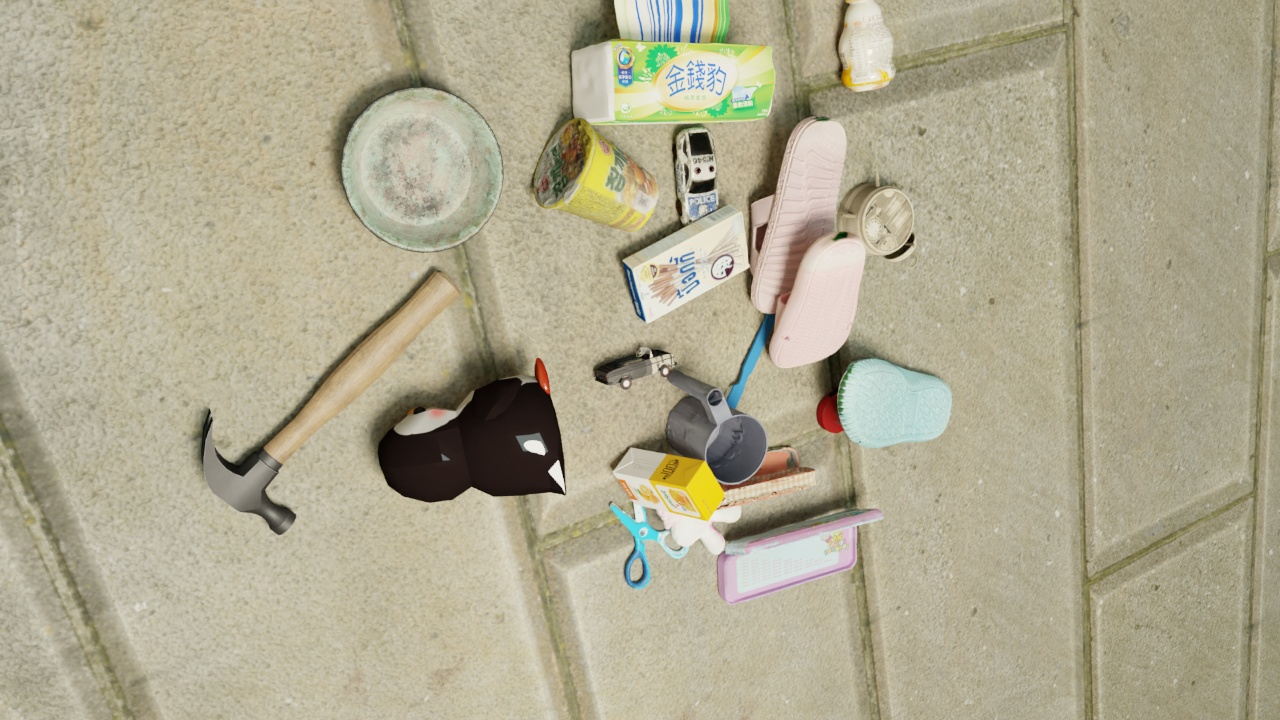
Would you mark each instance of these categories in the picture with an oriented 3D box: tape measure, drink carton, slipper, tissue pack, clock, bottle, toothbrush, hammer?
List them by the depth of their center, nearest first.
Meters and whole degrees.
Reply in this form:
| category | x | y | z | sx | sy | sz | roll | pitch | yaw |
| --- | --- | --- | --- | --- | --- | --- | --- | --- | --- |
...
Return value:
| category | x | y | z | sx | sy | sz | roll | pitch | yaw |
| --- | --- | --- | --- | --- | --- | --- | --- | --- | --- |
| hammer | -0.303 | 0.024 | 0.920 | 0.305 | 0.040 | 0.132 | -47 | 121 | -9 |
| tissue pack | 0.033 | -0.320 | 0.955 | 0.197 | 0.120 | 0.141 | -10 | 106 | -31 |
| drink carton | 0.030 | 0.141 | 1.059 | 0.040 | 0.123 | 0.058 | -52 | 127 | -30 |
| bottle | 0.264 | -0.374 | 1.077 | 0.063 | 0.063 | 0.109 | -18 | 109 | -21 |
| slipper | 0.179 | -0.173 | 1.086 | 0.094 | 0.064 | 0.240 | -4 | 119 | -27 |
| slipper | 0.205 | -0.067 | 1.087 | 0.106 | 0.055 | 0.222 | -15 | 142 | -18 |
| toothbrush | 0.141 | -0.012 | 1.140 | 0.016 | 0.014 | 0.166 | 26 | 86 | -29 |
| clock | 0.312 | -0.165 | 1.158 | 0.141 | 0.054 | 0.093 | 41 | 83 | -26 |
| tape measure | 0.257 | 0.065 | 1.209 | 0.051 | 0.019 | 0.059 | -21 | 111 | -17 |
| slipper | 0.324 | 0.056 | 1.209 | 0.275 | 0.070 | 0.116 | 7 | 91 | -45 |

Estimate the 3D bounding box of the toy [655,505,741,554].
| category | x | y | z | sx | sy | sz | roll | pitch | yaw |
| --- | --- | --- | --- | --- | --- | --- | --- | --- | --- |
| toy | 0.066 | 0.194 | 1.137 | 0.125 | 0.037 | 0.076 | 23 | 87 | -32 |

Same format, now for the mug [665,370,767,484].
| category | x | y | z | sx | sy | sz | roll | pitch | yaw |
| --- | --- | --- | --- | --- | --- | --- | --- | --- | --- |
| mug | 0.080 | 0.073 | 1.077 | 0.083 | 0.104 | 0.124 | -32 | 114 | -15 |

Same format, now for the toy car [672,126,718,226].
| category | x | y | z | sx | sy | sz | roll | pitch | yaw |
| --- | --- | --- | --- | --- | --- | --- | --- | --- | --- |
| toy car | 0.066 | -0.205 | 1.036 | 0.048 | 0.040 | 0.113 | -12 | 109 | -22 |

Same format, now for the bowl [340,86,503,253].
| category | x | y | z | sx | sy | sz | roll | pitch | yaw |
| --- | --- | --- | --- | --- | --- | --- | --- | --- | --- |
| bowl | -0.216 | -0.187 | 0.904 | 0.157 | 0.038 | 0.157 | -6 | 105 | -24 |

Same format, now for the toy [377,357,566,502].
| category | x | y | z | sx | sy | sz | roll | pitch | yaw |
| --- | --- | --- | --- | --- | --- | --- | --- | --- | --- |
| toy | -0.173 | 0.097 | 0.942 | 0.184 | 0.140 | 0.159 | -12 | 145 | -12 |

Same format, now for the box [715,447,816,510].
| category | x | y | z | sx | sy | sz | roll | pitch | yaw |
| --- | --- | --- | --- | --- | --- | --- | --- | --- | --- |
| box | 0.137 | 0.145 | 1.134 | 0.186 | 0.076 | 0.055 | -8 | 146 | -33 |

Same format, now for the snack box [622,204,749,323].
| category | x | y | z | sx | sy | sz | roll | pitch | yaw |
| --- | --- | --- | --- | --- | --- | --- | --- | --- | --- |
| snack box | 0.055 | -0.110 | 1.049 | 0.149 | 0.026 | 0.082 | -29 | 134 | -17 |

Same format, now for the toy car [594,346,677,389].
| category | x | y | z | sx | sy | sz | roll | pitch | yaw |
| --- | --- | --- | --- | --- | --- | --- | --- | --- | --- |
| toy car | -0.006 | 0.006 | 1.053 | 0.092 | 0.040 | 0.037 | -17 | 107 | -25 |

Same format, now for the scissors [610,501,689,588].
| category | x | y | z | sx | sy | sz | roll | pitch | yaw |
| --- | --- | --- | --- | --- | --- | --- | --- | --- | --- |
| scissors | -0.004 | 0.222 | 1.126 | 0.113 | 0.013 | 0.140 | -50 | 120 | -10 |

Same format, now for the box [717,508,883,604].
| category | x | y | z | sx | sy | sz | roll | pitch | yaw |
| --- | --- | --- | --- | --- | --- | --- | --- | --- | --- |
| box | 0.206 | 0.244 | 1.206 | 0.213 | 0.062 | 0.140 | -10 | 141 | -24 |

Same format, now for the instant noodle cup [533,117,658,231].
| category | x | y | z | sx | sy | sz | roll | pitch | yaw |
| --- | --- | --- | --- | --- | --- | --- | --- | --- | --- |
| instant noodle cup | -0.042 | -0.185 | 0.963 | 0.108 | 0.102 | 0.102 | 21 | 93 | -37 |
